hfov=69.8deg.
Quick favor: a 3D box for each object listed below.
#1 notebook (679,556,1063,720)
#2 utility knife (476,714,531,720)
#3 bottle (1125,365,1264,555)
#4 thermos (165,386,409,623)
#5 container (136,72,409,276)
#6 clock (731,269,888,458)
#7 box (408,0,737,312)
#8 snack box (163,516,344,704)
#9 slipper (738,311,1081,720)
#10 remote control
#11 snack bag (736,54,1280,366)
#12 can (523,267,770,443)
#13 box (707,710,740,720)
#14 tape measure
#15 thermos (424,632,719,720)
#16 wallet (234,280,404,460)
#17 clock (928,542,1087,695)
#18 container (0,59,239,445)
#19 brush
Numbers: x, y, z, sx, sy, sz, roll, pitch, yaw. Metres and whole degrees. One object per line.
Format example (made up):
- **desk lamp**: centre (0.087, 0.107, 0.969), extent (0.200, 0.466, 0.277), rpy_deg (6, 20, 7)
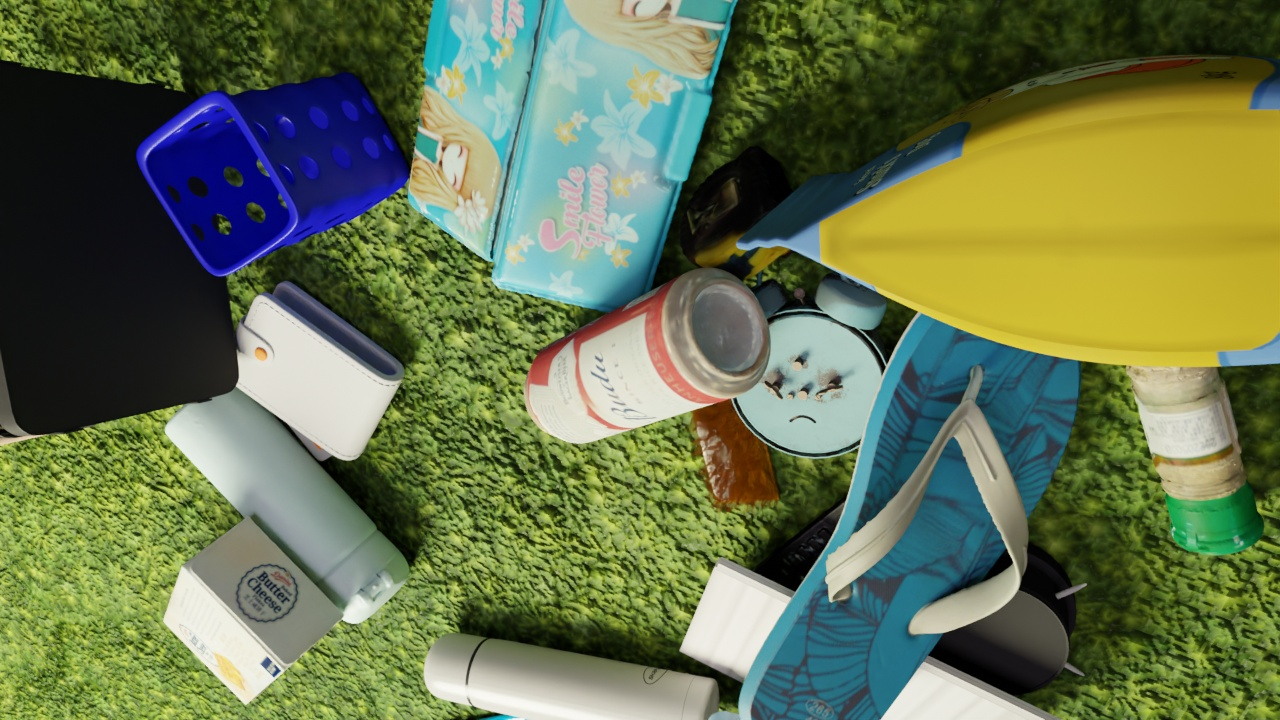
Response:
- **notebook**: centre (0.132, 0.203, 0.581), extent (0.210, 0.009, 0.143), rpy_deg (24, 143, 10)
- **utility knife**: centre (-0.101, 0.296, 0.745), extent (0.175, 0.015, 0.031), rpy_deg (-24, 107, 27)
- **bottle**: centre (0.279, 0.042, 0.463), extent (0.043, 0.043, 0.111), rpy_deg (-17, 105, 27)
- **thermos**: centre (-0.262, 0.108, 0.694), extent (0.207, 0.065, 0.078), rpy_deg (48, 154, -4)
- **container**: centre (-0.211, -0.115, 0.545), extent (0.085, 0.113, 0.084), rpy_deg (-22, 103, 28)
- **clock**: centre (0.093, -0.007, 0.509), extent (0.090, 0.053, 0.124), rpy_deg (-1, 112, 21)
- **box**: centre (-0.050, -0.150, 0.497), extent (0.182, 0.071, 0.228), rpy_deg (23, 119, 9)
- **snack box**: centre (-0.310, 0.203, 0.722), extent (0.104, 0.057, 0.208), rpy_deg (47, 141, -2)
- **slipper**: centre (0.149, 0.095, 0.474), extent (0.118, 0.060, 0.295), rpy_deg (24, 99, -18)
- **remote control**: centre (0.133, 0.104, 0.562), extent (0.047, 0.022, 0.151), rpy_deg (44, 119, -1)
- **snack bag**: centre (0.161, -0.070, 0.393), extent (0.205, 0.158, 0.102), rpy_deg (2, 111, 22)
- **can**: centre (-0.003, 0.003, 0.513), extent (0.171, 0.067, 0.067), rpy_deg (-22, 105, 53)
- **box**: centre (0.076, 0.324, 0.643), extent (0.127, 0.034, 0.210), rpy_deg (13, 124, -10)
- **tape measure**: centre (0.050, -0.076, 0.487), extent (0.038, 0.067, 0.063), rpy_deg (27, 128, -35)
- **thermos**: centre (-0.056, 0.243, 0.680), extent (0.224, 0.052, 0.052), rpy_deg (4, 114, 20)
- **wallet**: centre (-0.242, 0.017, 0.663), extent (0.118, 0.037, 0.116), rpy_deg (36, 121, -1)
- **clock**: centre (0.196, 0.152, 0.544), extent (0.121, 0.042, 0.091), rpy_deg (0, 113, 22)
- **container**: centre (-0.378, -0.066, 0.584), extent (0.130, 0.162, 0.241), rpy_deg (-2, 98, 22)
- **brush**: centre (0.051, 0.035, 0.564), extent (0.048, 0.017, 0.126), rpy_deg (-7, 110, 24)
